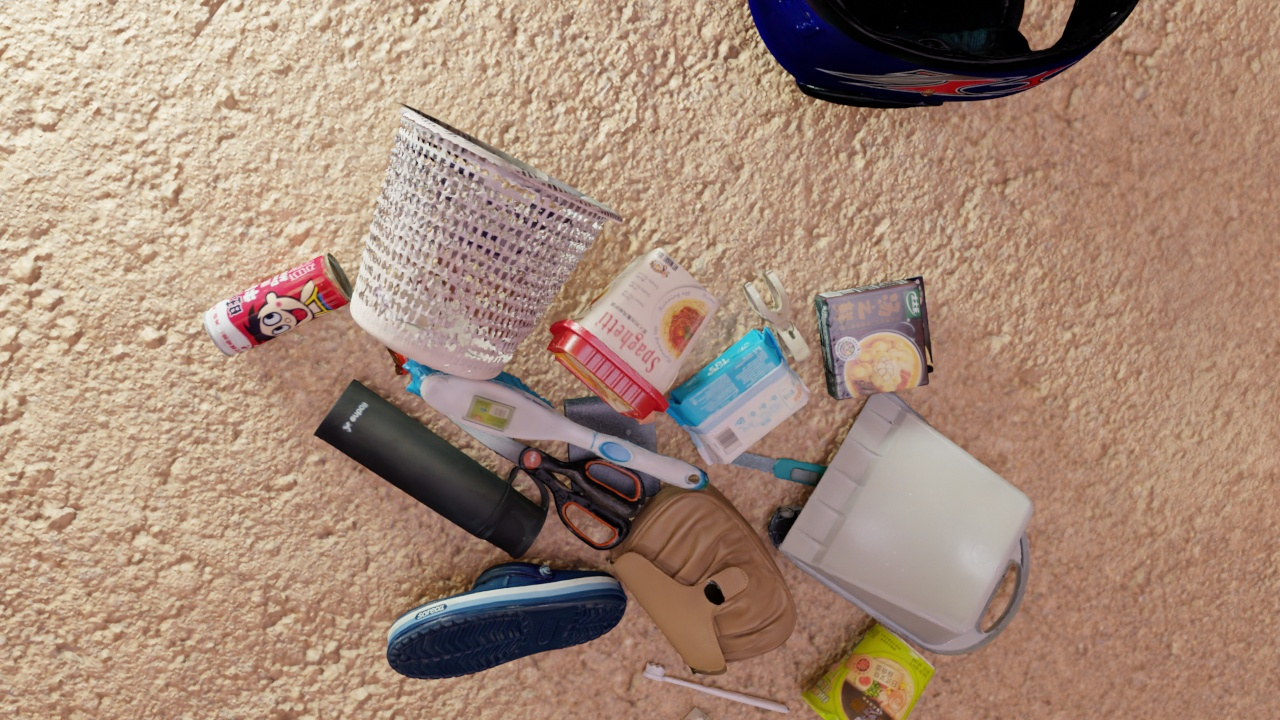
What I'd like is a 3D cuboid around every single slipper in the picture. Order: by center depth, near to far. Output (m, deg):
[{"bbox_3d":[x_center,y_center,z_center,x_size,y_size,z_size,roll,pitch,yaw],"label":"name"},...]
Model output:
[{"bbox_3d":[-0.138,0.254,0.955,0.252,0.095,0.105,-5,129,-22],"label":"slipper"}]

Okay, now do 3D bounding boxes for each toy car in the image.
[{"bbox_3d":[0.191,0.183,1.019,0.105,0.031,0.049,-4,99,-8],"label":"toy car"}]

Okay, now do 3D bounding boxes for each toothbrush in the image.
[{"bbox_3d":[0.089,0.374,1.047,0.180,0.016,0.016,19,91,-9],"label":"toothbrush"}]

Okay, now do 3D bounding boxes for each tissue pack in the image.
[{"bbox_3d":[0.101,0.038,0.967,0.140,0.063,0.090,-38,104,1],"label":"tissue pack"}]

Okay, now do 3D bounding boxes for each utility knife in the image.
[{"bbox_3d":[0.185,0.128,1.018,0.219,0.013,0.029,13,97,-9],"label":"utility knife"}]

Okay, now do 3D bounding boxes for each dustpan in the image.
[{"bbox_3d":[0.316,0.200,1.020,0.258,0.143,0.222,30,75,16],"label":"dustpan"}]

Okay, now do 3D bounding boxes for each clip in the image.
[{"bbox_3d":[0.146,-0.046,0.973,0.035,0.074,0.100,-32,98,-3],"label":"clip"}]

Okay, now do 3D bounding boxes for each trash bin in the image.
[{"bbox_3d":[-0.157,-0.097,0.834,0.227,0.227,0.192,25,99,-11],"label":"trash bin"}]

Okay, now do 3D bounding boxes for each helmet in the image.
[{"bbox_3d":[0.253,-0.347,0.828,0.315,0.240,0.247,12,98,2],"label":"helmet"}]

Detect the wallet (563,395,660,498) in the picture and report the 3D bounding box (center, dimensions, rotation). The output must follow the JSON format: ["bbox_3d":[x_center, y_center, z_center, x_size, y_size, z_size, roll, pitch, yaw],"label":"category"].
[{"bbox_3d":[-0.030,0.094,0.984,0.097,0.019,0.121,-6,102,-7],"label":"wallet"}]

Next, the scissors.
[{"bbox_3d":[-0.108,0.122,0.947,0.235,0.022,0.139,11,80,-9],"label":"scissors"}]

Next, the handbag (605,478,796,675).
[{"bbox_3d":[0.069,0.235,0.978,0.148,0.099,0.204,-36,99,3],"label":"handbag"}]

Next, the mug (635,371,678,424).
[{"bbox_3d":[-0.006,0.005,0.926,0.081,0.106,0.114,-12,101,-5],"label":"mug"}]

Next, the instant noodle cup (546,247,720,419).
[{"bbox_3d":[-0.003,-0.026,0.816,0.116,0.117,0.124,42,79,-11],"label":"instant noodle cup"}]

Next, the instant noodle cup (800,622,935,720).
[{"bbox_3d":[0.261,0.365,1.026,0.111,0.112,0.123,41,84,-12],"label":"instant noodle cup"}]

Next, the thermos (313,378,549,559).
[{"bbox_3d":[-0.206,0.106,0.945,0.242,0.069,0.089,35,61,-13],"label":"thermos"}]

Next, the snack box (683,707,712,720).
[{"bbox_3d":[0.093,0.479,1.058,0.157,0.027,0.085,42,93,-12],"label":"snack box"}]

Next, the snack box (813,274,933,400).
[{"bbox_3d":[0.258,-0.025,0.988,0.125,0.053,0.113,-10,100,0],"label":"snack box"}]

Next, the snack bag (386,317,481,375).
[{"bbox_3d":[-0.209,-0.024,0.936,0.105,0.026,0.045,-27,90,-5],"label":"snack bag"}]

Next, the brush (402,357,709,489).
[{"bbox_3d":[-0.080,0.067,0.916,0.314,0.109,0.060,21,94,-28],"label":"brush"}]

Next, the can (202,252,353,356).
[{"bbox_3d":[-0.353,-0.054,0.898,0.132,0.053,0.053,-26,102,-3],"label":"can"}]
